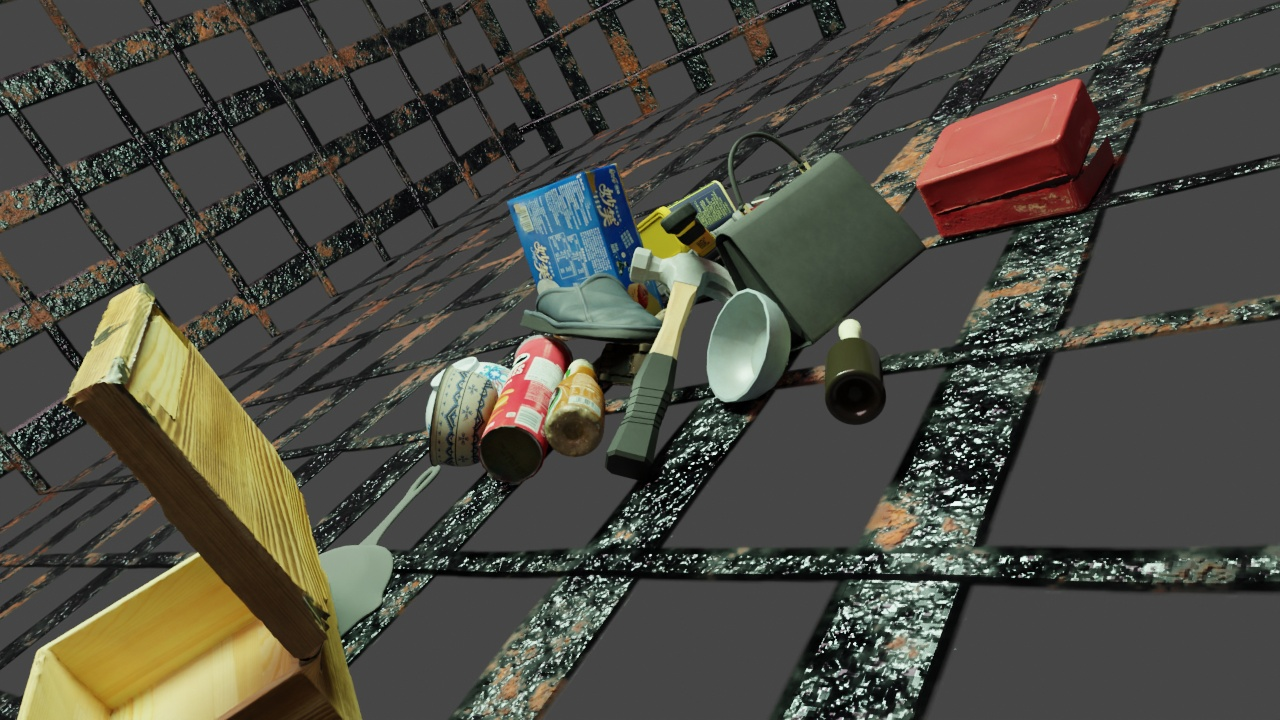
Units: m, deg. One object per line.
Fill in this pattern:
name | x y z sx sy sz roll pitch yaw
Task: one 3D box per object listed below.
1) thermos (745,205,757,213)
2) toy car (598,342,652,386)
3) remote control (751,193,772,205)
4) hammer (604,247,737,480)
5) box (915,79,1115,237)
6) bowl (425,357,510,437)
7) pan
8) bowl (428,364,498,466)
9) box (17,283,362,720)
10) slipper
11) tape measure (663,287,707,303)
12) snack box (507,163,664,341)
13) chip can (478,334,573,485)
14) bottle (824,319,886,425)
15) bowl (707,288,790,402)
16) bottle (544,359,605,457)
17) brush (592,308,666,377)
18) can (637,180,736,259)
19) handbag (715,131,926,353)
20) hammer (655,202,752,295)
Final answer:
thermos | 0.188 -0.137 1.064 0.108 0.084 0.199 -62 24 -6
toy car | -0.006 0.006 1.014 0.040 0.048 0.113 13 -5 -36
remote control | 0.192 -0.197 1.188 0.028 0.011 0.124 -9 -12 44
hammer | 0.024 -0.007 0.925 0.131 0.039 0.327 14 40 5
box | 0.380 -0.202 0.938 0.158 0.098 0.129 -9 32 44
bowl | -0.217 0.044 1.155 0.144 0.074 0.143 -25 20 9
pan | -0.308 0.208 0.942 0.217 0.024 0.353 -16 23 32
bowl | -0.193 0.066 1.031 0.059 0.116 0.115 9 23 0
box | -0.372 0.153 0.673 0.285 0.336 0.279 -31 24 -14
slipper | -0.058 -0.065 1.099 0.108 0.083 0.266 9 2 -33
tape measure | 0.066 -0.093 1.176 0.059 0.038 0.058 -42 19 1
snack box | -0.073 -0.137 1.210 0.155 0.203 0.069 -10 13 43
chip can | -0.124 0.049 1.022 0.073 0.073 0.232 -24 21 13
bottle | 0.179 -0.001 0.777 0.045 0.045 0.184 -22 13 18
bowl | 0.105 -0.010 0.851 0.039 0.106 0.106 12 4 -24
bottle | -0.066 0.042 0.977 0.059 0.059 0.167 -25 20 9
brush | -0.011 -0.022 1.136 0.150 0.012 0.039 -40 22 -29
can | 0.066 -0.198 1.348 0.104 0.075 0.135 -32 4 -19
handbag | 0.153 -0.136 0.903 0.175 0.196 0.072 -37 5 -24
hammer | 0.065 -0.150 1.133 0.170 0.034 0.324 -38 -6 9
